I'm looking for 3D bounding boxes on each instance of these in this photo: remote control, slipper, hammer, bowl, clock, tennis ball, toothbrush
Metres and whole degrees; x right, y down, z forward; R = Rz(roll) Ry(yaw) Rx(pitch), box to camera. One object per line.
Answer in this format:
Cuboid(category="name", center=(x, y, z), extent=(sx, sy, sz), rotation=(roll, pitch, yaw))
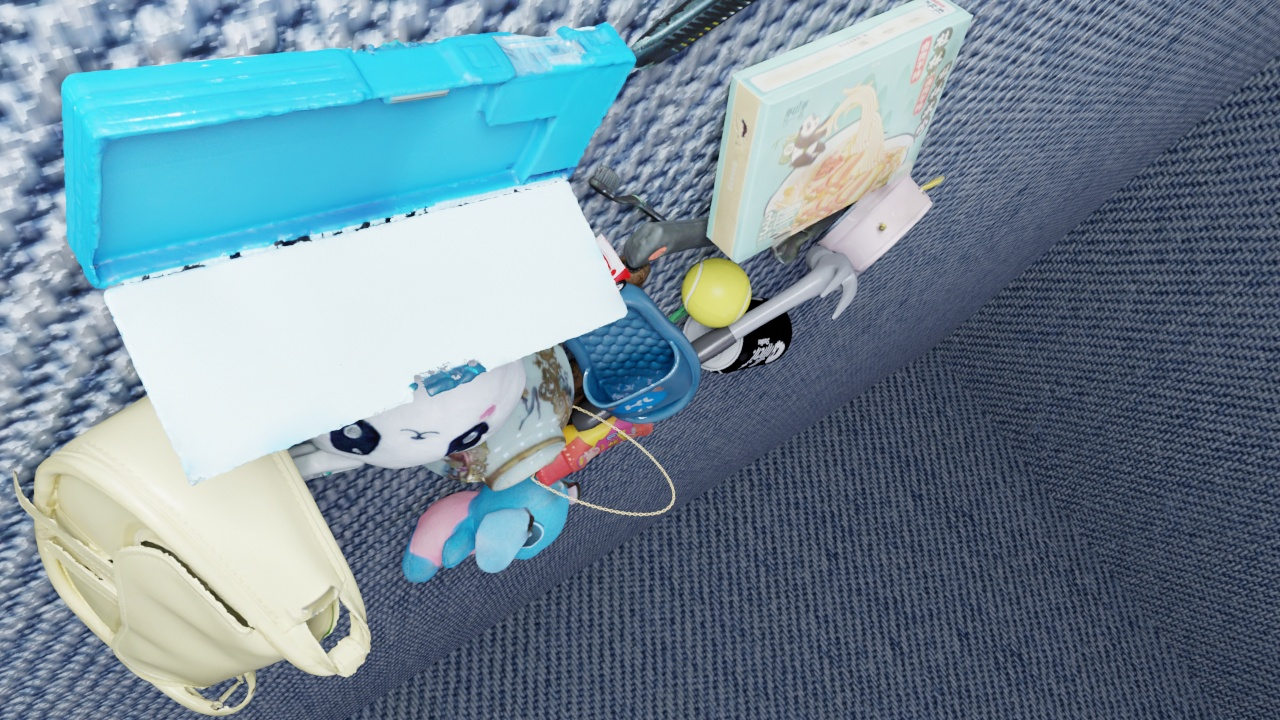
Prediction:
Cuboid(category="remote control", center=(-0.244, 0.072, 0.597), extent=(0.134, 0.022, 0.050), rotation=(-14, 175, 24))
Cuboid(category="slipper", center=(-0.005, 0.005, 0.781), extent=(0.104, 0.059, 0.214), rotation=(-17, 148, 7))
Cuboid(category="hammer", center=(0.069, -0.014, 0.890), extent=(0.311, 0.029, 0.125), rotation=(-30, -160, 4))
Cuboid(category="bowl", center=(-0.115, 0.048, 0.748), extent=(0.159, 0.094, 0.160), rotation=(-33, 166, -9))
Cuboid(category="hammer", center=(0.093, -0.116, 0.788), extent=(0.332, 0.033, 0.133), rotation=(-20, 161, -52))
Cuboid(category="clock", center=(0.239, -0.140, 0.963), extent=(0.116, 0.059, 0.158), rotation=(-43, 177, -21))
Cuboid(category="tennis ball", center=(0.071, -0.064, 0.861), extent=(0.065, 0.065, 0.065), rotation=(-32, 166, -9))
Cuboid(category="toothbrush", center=(0.002, -0.111, 0.656), extent=(0.017, 0.014, 0.187), rotation=(-61, 163, 8))
Cuboid(category="hammer", center=(-0.056, 0.002, 0.865), extent=(0.119, 0.033, 0.331), rotation=(-26, 163, -26))

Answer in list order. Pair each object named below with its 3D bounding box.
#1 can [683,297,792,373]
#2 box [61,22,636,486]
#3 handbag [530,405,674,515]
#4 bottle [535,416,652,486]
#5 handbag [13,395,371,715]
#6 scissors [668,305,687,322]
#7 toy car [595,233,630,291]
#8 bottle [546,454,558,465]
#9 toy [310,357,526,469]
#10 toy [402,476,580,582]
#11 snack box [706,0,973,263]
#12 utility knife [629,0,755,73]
Cuboid(category="can", center=(0.111, -0.030, 1.035), extent=(0.080, 0.080, 0.145), rotation=(-42, 164, 26))
Cuboid(category="box", center=(-0.096, -0.058, 0.398), extent=(0.242, 0.113, 0.114), rotation=(-23, 162, -39))
Cuboid(category="handbag", center=(-0.051, 0.088, 0.838), extent=(0.083, 0.178, 0.027), rotation=(-61, 178, -25))
Cuboid(category="bottle", center=(-0.055, 0.082, 0.963), extent=(0.134, 0.048, 0.071), rotation=(-28, 164, -7))
Cuboid(category="handbag", center=(-0.260, 0.122, 0.522), extent=(0.234, 0.191, 0.088), rotation=(-31, -172, 43))
Cuboid(category="scissors", center=(0.019, -0.028, 0.971), extent=(0.131, 0.012, 0.112), rotation=(-32, 167, -5))
Cuboid(category="toy car", center=(-0.048, -0.052, 0.682), extent=(0.090, 0.038, 0.025), rotation=(-39, 163, 18))
Cuboid(category="bottle", center=(-0.129, 0.083, 0.885), extent=(0.109, 0.042, 0.043), rotation=(4, 142, -43))
Cuboid(category="toy", center=(-0.127, -0.004, 0.526), extent=(0.138, 0.101, 0.180), rotation=(3, 149, -25))
Cuboid(category="toy", center=(-0.161, 0.176, 1.023), extent=(0.192, 0.099, 0.223), rotation=(-20, -175, 19))
Cuboid(category="snack box", center=(0.139, -0.168, 0.662), extent=(0.193, 0.044, 0.142), rotation=(-28, 150, -24))
Cuboid(category="utility knife", center=(0.054, -0.197, 0.477), extent=(0.174, 0.020, 0.029), rotation=(-36, 165, -1))
